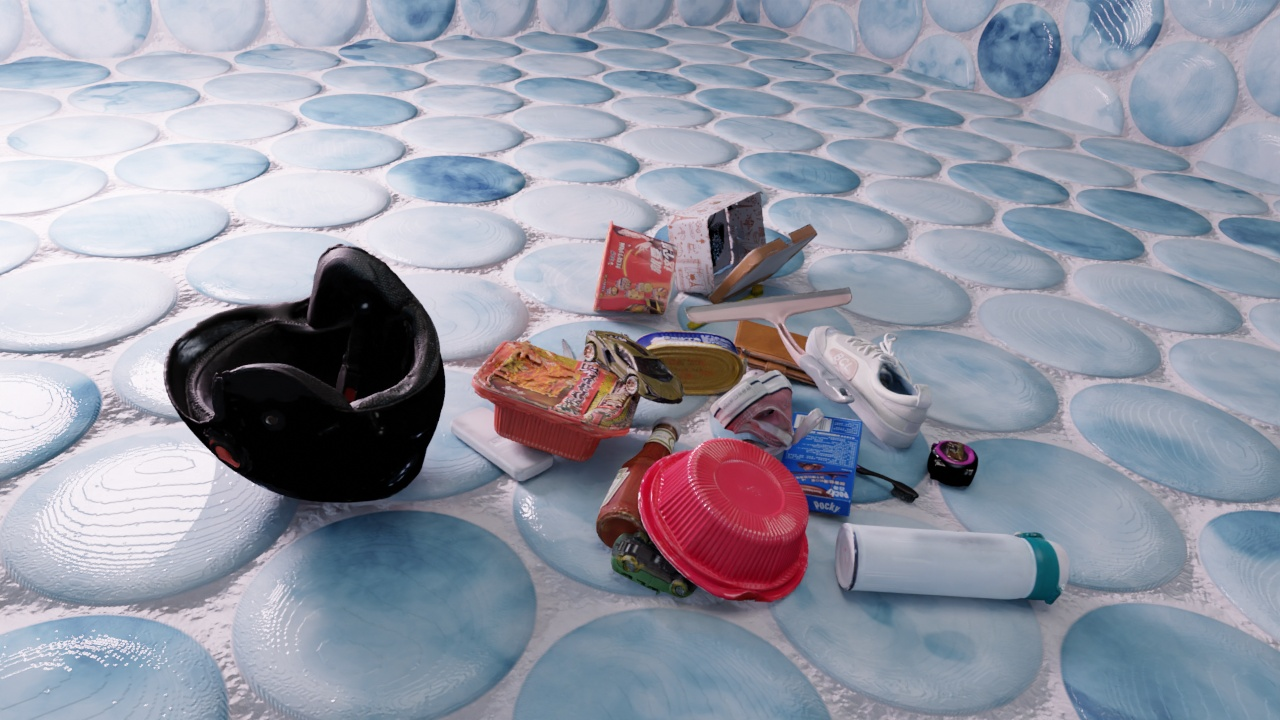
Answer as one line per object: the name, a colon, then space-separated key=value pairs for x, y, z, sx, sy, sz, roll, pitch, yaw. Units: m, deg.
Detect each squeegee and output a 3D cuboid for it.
squeegee: x=0.211 y=-0.007 z=1.180 sx=0.247 sy=0.040 sz=0.249 roll=-7 pitch=34 yaw=-15

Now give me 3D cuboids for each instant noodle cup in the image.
instant noodle cup: x=0.098 y=0.147 z=0.927 sx=0.193 sy=0.066 sz=0.193 roll=18 pitch=38 yaw=-15
instant noodle cup: x=-0.099 y=0.049 z=1.071 sx=0.189 sy=0.079 sz=0.164 roll=19 pitch=21 yaw=3
instant noodle cup: x=-0.006 y=-0.133 z=1.377 sx=0.108 sy=0.138 sz=0.137 roll=11 pitch=30 yaw=-4

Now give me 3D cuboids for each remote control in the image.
remote control: x=-0.162 y=0.096 z=1.066 sx=0.136 sy=0.020 sz=0.055 roll=29 pitch=36 yaw=34

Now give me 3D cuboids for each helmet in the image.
helmet: x=-0.335 y=0.030 z=0.946 sx=0.275 sy=0.231 sz=0.232 roll=3 pitch=37 yaw=11

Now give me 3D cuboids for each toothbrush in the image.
toothbrush: x=0.135 y=-0.085 z=1.427 sx=0.016 sy=0.017 sz=0.189 roll=27 pitch=37 yaw=32
toothbrush: x=0.248 y=0.124 z=1.101 sx=0.189 sy=0.017 sz=0.014 roll=27 pitch=32 yaw=36

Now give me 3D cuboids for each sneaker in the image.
sneaker: x=0.298 y=0.006 z=1.206 sx=0.089 sy=0.091 sz=0.242 roll=7 pitch=31 yaw=-27
sneaker: x=0.145 y=0.068 z=1.066 sx=0.088 sy=0.118 sz=0.240 roll=53 pitch=11 yaw=10

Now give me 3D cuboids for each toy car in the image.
toy car: x=-0.007 y=0.006 z=1.099 sx=0.070 sy=0.042 sz=0.158 roll=3 pitch=27 yaw=-44
toy car: x=0.014 y=0.203 z=0.898 sx=0.091 sy=0.036 sz=0.043 roll=22 pitch=36 yaw=9

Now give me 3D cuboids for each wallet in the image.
wallet: x=0.194 y=-0.011 z=1.290 sx=0.131 sy=0.035 sz=0.118 roll=16 pitch=36 yaw=4

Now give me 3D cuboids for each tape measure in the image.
tape measure: x=0.373 y=0.121 z=1.096 sx=0.057 sy=0.039 sz=0.057 roll=11 pitch=31 yaw=10

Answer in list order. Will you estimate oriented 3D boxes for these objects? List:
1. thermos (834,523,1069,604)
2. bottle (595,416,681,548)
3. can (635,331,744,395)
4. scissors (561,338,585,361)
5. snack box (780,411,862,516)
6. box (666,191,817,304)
thermos: x=0.314 y=0.202 z=0.923 sx=0.224 sy=0.073 sz=0.073 roll=4 pitch=31 yaw=-4
bottle: x=0.007 y=0.128 z=1.007 sx=0.060 sy=0.060 sz=0.205 roll=12 pitch=30 yaw=11
can: x=0.060 y=0.002 z=1.211 sx=0.148 sy=0.075 sz=0.049 roll=1 pitch=28 yaw=-7
scissors: x=-0.092 y=0.013 z=1.226 sx=0.174 sy=0.014 sz=0.159 roll=-21 pitch=39 yaw=-39
snack box: x=0.210 y=0.118 z=1.073 sx=0.085 sy=0.026 sz=0.156 roll=7 pitch=33 yaw=15
box: x=0.169 y=-0.177 z=1.453 sx=0.181 sy=0.153 sz=0.182 roll=4 pitch=24 yaw=38
